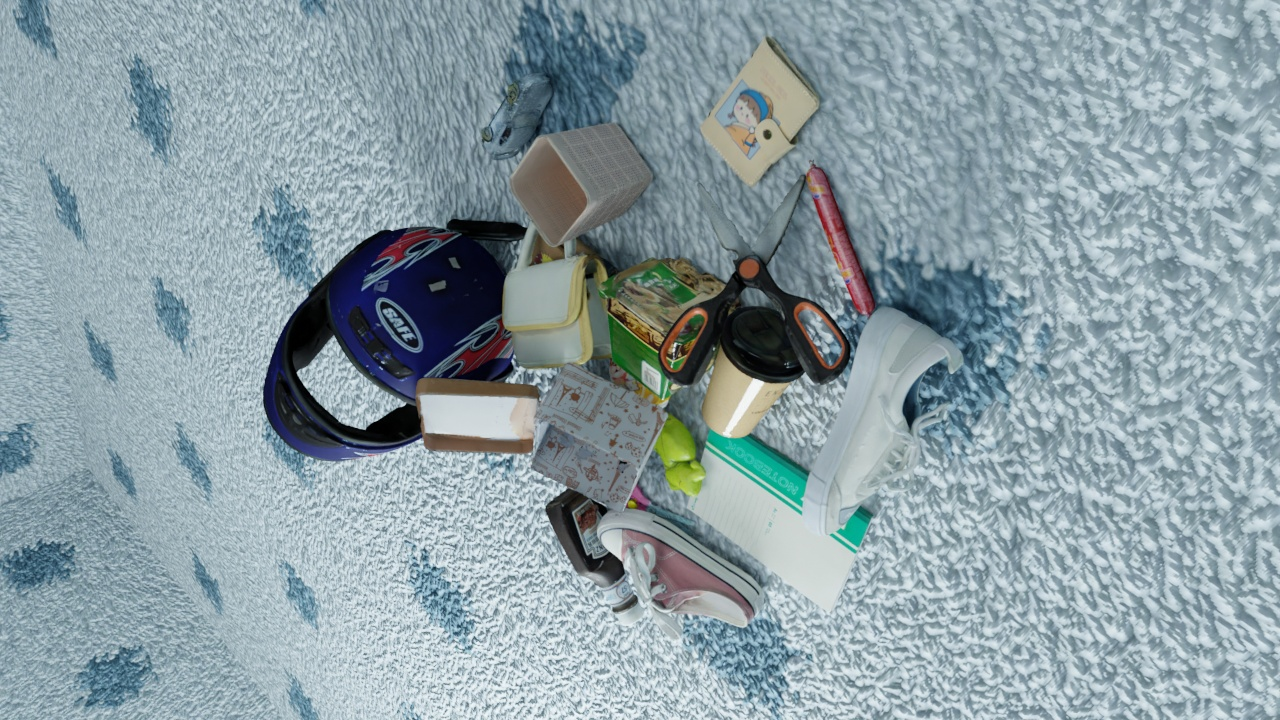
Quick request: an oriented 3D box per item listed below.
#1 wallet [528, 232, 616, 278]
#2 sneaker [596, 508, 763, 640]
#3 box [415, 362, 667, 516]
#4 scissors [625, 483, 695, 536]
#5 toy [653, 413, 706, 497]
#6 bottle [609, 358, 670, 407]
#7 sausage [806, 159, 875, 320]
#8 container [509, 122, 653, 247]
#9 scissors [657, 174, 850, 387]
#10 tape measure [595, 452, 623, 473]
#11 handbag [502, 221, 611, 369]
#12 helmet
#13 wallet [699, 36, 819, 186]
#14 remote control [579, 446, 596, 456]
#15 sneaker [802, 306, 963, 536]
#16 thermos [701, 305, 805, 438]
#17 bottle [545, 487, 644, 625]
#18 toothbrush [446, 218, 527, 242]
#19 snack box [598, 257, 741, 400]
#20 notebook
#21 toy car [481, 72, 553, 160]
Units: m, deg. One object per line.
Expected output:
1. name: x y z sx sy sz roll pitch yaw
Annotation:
1. wallet: -0.086 -0.109 1.076 0.115 0.033 0.090 42 138 11
2. sneaker: 0.030 0.263 1.120 0.241 0.087 0.118 24 138 31
3. box: -0.118 0.077 1.038 0.259 0.110 0.179 24 153 4
4. scissors: 0.016 0.180 1.158 0.137 0.017 0.073 12 110 35
5. toy: 0.042 0.107 1.073 0.097 0.031 0.100 12 116 51
6. bottle: -0.006 0.006 1.047 0.063 0.063 0.108 -12 99 47
7. sausage: 0.181 -0.109 0.835 0.020 0.020 0.156 -16 99 48
8. container: -0.058 -0.188 0.958 0.090 0.110 0.090 55 138 7
9. scissors: 0.101 -0.062 0.848 0.221 0.021 0.234 -43 72 8
10. tape measure: -0.038 0.137 1.157 0.058 0.039 0.057 53 124 25
11. handbag: -0.102 -0.080 1.033 0.164 0.063 0.179 -3 103 51
12. helmet: -0.287 -0.031 1.114 0.247 0.314 0.241 49 135 -4
13. wallet: 0.110 -0.223 0.842 0.087 0.024 0.115 56 138 13
14. remote control: -0.067 0.078 1.173 0.053 0.024 0.137 33 130 30
15. sneaker: 0.224 0.073 0.847 0.091 0.089 0.243 29 123 26
16. thermos: 0.110 0.015 0.923 0.093 0.092 0.144 43 142 20
17. bottle: -0.054 0.260 1.218 0.044 0.079 0.195 -21 99 45
18. toothbrush: -0.162 -0.158 1.141 0.213 0.026 0.027 10 125 37
19. snack box: 0.028 -0.029 0.959 0.118 0.117 0.106 37 137 29
20. notebook: 0.148 0.168 1.021 0.209 0.012 0.151 33 130 28
21. toy car: -0.137 -0.273 1.033 0.037 0.054 0.121 55 137 12
